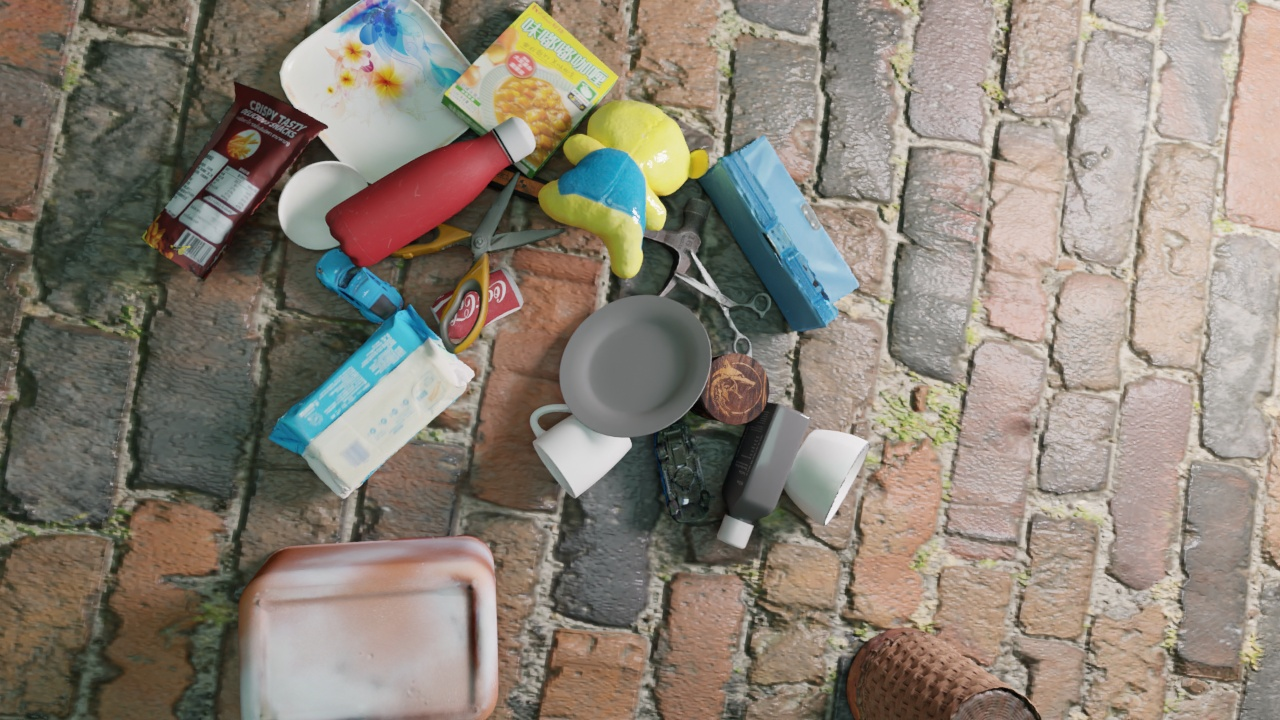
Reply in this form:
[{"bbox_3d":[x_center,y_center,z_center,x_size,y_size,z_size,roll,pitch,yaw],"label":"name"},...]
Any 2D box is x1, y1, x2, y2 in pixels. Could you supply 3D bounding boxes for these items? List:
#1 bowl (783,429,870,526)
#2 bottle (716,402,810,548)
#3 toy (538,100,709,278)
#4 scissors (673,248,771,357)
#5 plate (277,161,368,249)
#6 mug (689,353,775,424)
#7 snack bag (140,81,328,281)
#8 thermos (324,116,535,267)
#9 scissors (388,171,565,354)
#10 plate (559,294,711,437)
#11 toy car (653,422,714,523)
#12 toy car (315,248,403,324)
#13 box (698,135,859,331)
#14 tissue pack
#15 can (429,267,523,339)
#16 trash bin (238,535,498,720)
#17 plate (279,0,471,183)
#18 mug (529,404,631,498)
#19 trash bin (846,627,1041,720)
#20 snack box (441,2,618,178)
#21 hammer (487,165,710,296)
[{"bbox_3d":[0.219,0.134,1.099,0.066,0.116,0.116,28,83,20],"label":"bowl"},{"bbox_3d":[0.139,0.137,1.093,0.046,0.084,0.173,23,86,-10],"label":"bottle"},{"bbox_3d":[-0.014,-0.213,1.030,0.149,0.084,0.213,37,57,-8],"label":"toy"},{"bbox_3d":[0.097,-0.058,1.107,0.141,0.014,0.147,5,92,-27],"label":"scissors"},{"bbox_3d":[-0.350,-0.174,1.007,0.104,0.026,0.104,-26,137,-27],"label":"plate"},{"bbox_3d":[0.112,0.034,1.076,0.115,0.107,0.080,4,88,-11],"label":"mug"},{"bbox_3d":[-0.440,-0.193,0.976,0.139,0.066,0.208,28,85,26],"label":"snack bag"},{"bbox_3d":[-0.222,-0.189,0.997,0.240,0.073,0.073,-31,95,-1],"label":"thermos"},{"bbox_3d":[-0.193,-0.110,1.017,0.225,0.016,0.228,-4,72,7],"label":"scissors"},{"bbox_3d":[-0.006,0.006,1.042,0.178,0.012,0.178,-8,62,14],"label":"plate"},{"bbox_3d":[0.049,0.133,1.094,0.056,0.044,0.120,-13,90,-12],"label":"toy car"},{"bbox_3d":[-0.317,-0.083,1.030,0.105,0.032,0.048,40,82,-7],"label":"toy car"},{"bbox_3d":[0.182,-0.160,1.104,0.112,0.094,0.231,-35,95,-13],"label":"box"},{"bbox_3d":[-0.295,0.048,1.016,0.209,0.066,0.117,-44,98,-8],"label":"tissue pack"},{"bbox_3d":[-0.186,-0.064,1.045,0.096,0.054,0.054,-28,95,-11],"label":"can"},{"bbox_3d":[-0.281,0.292,0.969,0.259,0.157,0.181,-1,89,-11],"label":"trash bin"},{"bbox_3d":[-0.289,-0.308,1.042,0.186,0.016,0.187,-41,94,-11],"label":"plate"},{"bbox_3d":[-0.075,0.088,1.061,0.087,0.081,0.114,-37,65,-15],"label":"mug"},{"bbox_3d":[0.353,0.412,1.068,0.151,0.210,0.151,0,90,-11],"label":"trash bin"},{"bbox_3d":[-0.125,-0.312,1.058,0.132,0.027,0.167,40,69,-8],"label":"snack box"},{"bbox_3d":[-0.083,-0.172,1.078,0.314,0.035,0.137,19,85,-10],"label":"hammer"}]
